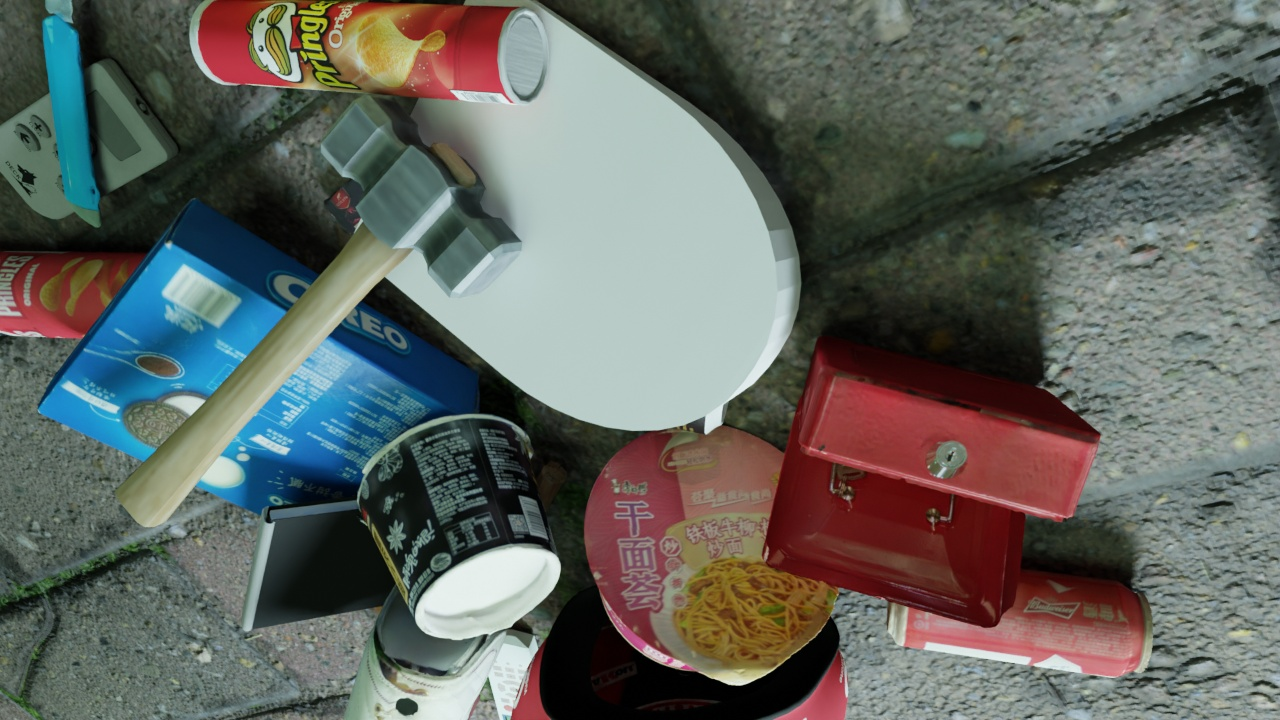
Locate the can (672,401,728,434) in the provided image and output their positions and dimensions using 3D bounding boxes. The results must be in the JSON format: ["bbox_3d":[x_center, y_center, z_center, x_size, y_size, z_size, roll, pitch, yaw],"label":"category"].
[{"bbox_3d":[-0.004,0.004,0.614,0.128,0.071,0.072,11,126,10],"label":"can"}]

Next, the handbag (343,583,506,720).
[{"bbox_3d":[-0.177,0.269,0.717,0.096,0.141,0.199,21,114,-4],"label":"handbag"}]

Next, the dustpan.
[{"bbox_3d":[-0.030,-0.074,0.548,0.258,0.053,0.192,38,112,13],"label":"dustpan"}]

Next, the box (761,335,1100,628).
[{"bbox_3d":[0.169,0.050,0.553,0.157,0.146,0.156,12,145,8],"label":"box"}]

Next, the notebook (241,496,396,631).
[{"bbox_3d":[-0.243,0.166,0.761,0.148,0.016,0.207,-3,146,-30],"label":"notebook"}]

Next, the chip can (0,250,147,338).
[{"bbox_3d":[-0.443,-0.051,0.712,0.233,0.073,0.073,2,124,15],"label":"chip can"}]

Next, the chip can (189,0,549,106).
[{"bbox_3d":[-0.158,-0.179,0.525,0.215,0.051,0.052,10,127,21],"label":"chip can"}]

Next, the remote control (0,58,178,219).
[{"bbox_3d":[-0.407,-0.153,0.661,0.151,0.019,0.074,-16,118,26],"label":"remote control"}]

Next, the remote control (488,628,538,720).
[{"bbox_3d":[-0.118,0.313,0.893,0.050,0.024,0.143,4,123,15],"label":"remote control"}]

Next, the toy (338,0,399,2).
[{"bbox_3d":[-0.187,-0.249,0.485,0.171,0.064,0.155,7,159,31],"label":"toy"}]

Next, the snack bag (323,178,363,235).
[{"bbox_3d":[-0.140,-0.115,0.606,0.156,0.018,0.074,-30,112,31],"label":"snack bag"}]

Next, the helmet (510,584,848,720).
[{"bbox_3d":[0.032,0.301,0.734,0.271,0.197,0.225,-6,122,11],"label":"helmet"}]

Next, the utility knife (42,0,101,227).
[{"bbox_3d":[-0.379,-0.189,0.608,0.031,0.015,0.225,20,127,1],"label":"utility knife"}]

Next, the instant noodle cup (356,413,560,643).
[{"bbox_3d":[-0.124,0.123,0.655,0.137,0.112,0.137,-18,140,-16],"label":"instant noodle cup"}]

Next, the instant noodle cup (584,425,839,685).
[{"bbox_3d":[0.043,0.139,0.644,0.178,0.178,0.078,22,144,1],"label":"instant noodle cup"}]

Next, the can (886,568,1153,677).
[{"bbox_3d":[0.266,0.182,0.658,0.170,0.067,0.067,5,125,14],"label":"can"}]

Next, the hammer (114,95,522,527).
[{"bbox_3d":[-0.217,-0.008,0.561,0.323,0.051,0.117,-42,88,17],"label":"hammer"}]

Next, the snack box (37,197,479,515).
[{"bbox_3d":[-0.270,0.024,0.668,0.238,0.056,0.196,35,121,-30],"label":"snack box"}]

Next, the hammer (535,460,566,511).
[{"bbox_3d":[-0.142,0.208,0.799,0.052,0.097,0.329,29,121,-6],"label":"hammer"}]
